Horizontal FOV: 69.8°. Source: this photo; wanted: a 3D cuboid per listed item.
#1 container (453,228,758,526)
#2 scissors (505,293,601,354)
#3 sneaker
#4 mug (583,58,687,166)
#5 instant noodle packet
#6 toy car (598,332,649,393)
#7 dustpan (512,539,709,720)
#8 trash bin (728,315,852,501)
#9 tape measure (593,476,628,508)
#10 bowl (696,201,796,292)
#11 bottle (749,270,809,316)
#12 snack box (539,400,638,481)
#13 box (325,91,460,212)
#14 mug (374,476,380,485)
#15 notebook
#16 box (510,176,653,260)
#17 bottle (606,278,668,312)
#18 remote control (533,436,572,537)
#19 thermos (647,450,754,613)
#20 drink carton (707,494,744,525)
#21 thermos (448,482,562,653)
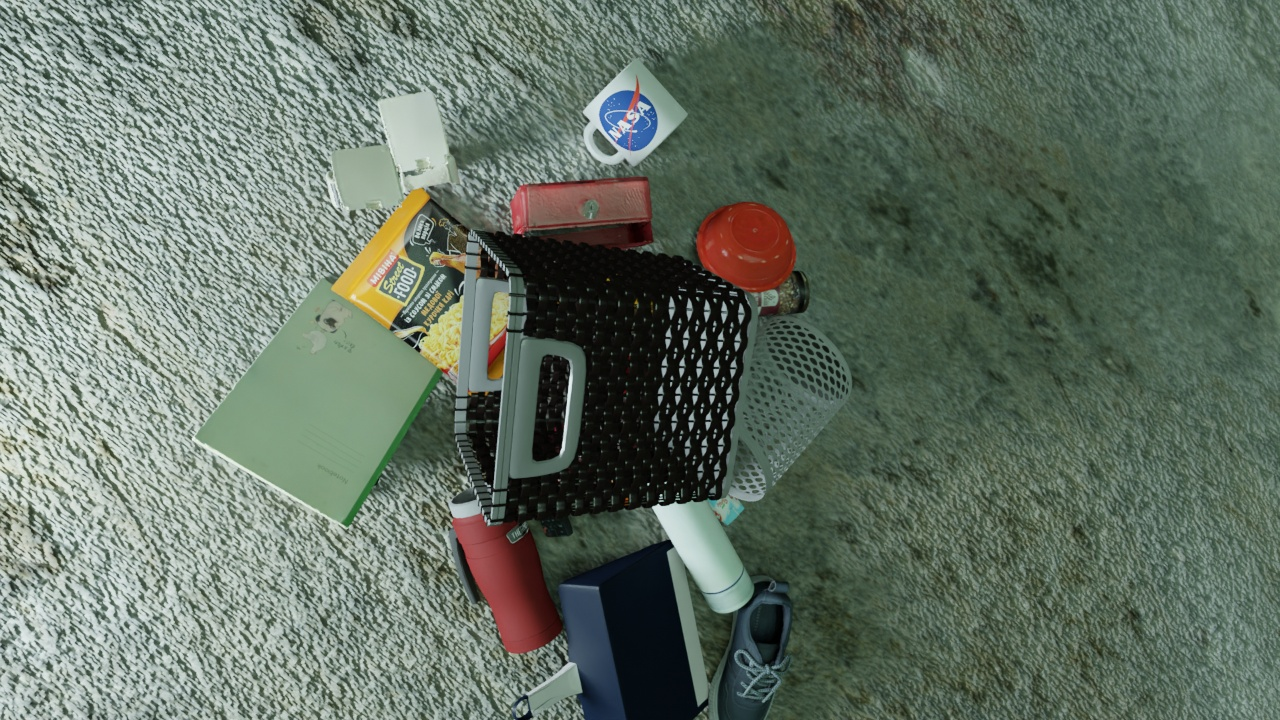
[{"bbox_3d":[-0.048,0.010,0.954,0.243,0.245,0.248,1,107,-20],"label":"container"},{"bbox_3d":[-0.081,-0.074,1.138,0.157,0.013,0.171,-45,111,-16],"label":"scissors"},{"bbox_3d":[0.152,0.396,1.197,0.089,0.087,0.235,9,91,-14],"label":"sneaker"},{"bbox_3d":[-0.017,-0.291,1.117,0.121,0.090,0.090,-38,103,28],"label":"mug"},{"bbox_3d":[-0.231,-0.079,1.106,0.221,0.032,0.159,39,82,-12],"label":"instant noodle packet"},{"bbox_3d":[-0.007,0.007,1.154,0.100,0.049,0.051,-35,100,-8],"label":"toy car"},{"bbox_3d":[-0.037,0.376,1.137,0.272,0.080,0.236,-19,100,-52],"label":"dustpan"},{"bbox_3d":[0.149,0.052,1.122,0.183,0.157,0.156,-41,102,-24],"label":"trash bin"},{"bbox_3d":[-0.027,0.153,1.163,0.058,0.038,0.058,39,74,23],"label":"tape measure"},{"bbox_3d":[0.138,-0.152,1.149,0.130,0.045,0.130,3,66,-8],"label":"bowl"},{"bbox_3d":[0.158,-0.085,1.180,0.105,0.056,0.056,-5,95,-12],"label":"bottle"},{"bbox_3d":[-0.057,0.099,1.138,0.121,0.072,0.072,-21,98,-11],"label":"snack box"},{"bbox_3d":[-0.273,-0.230,0.996,0.143,0.187,0.105,-16,112,-17],"label":"box"},{"bbox_3d":[-0.356,0.114,1.076,0.100,0.084,0.119,6,122,-8],"label":"mug"},{"bbox_3d":[-0.344,0.040,1.027,0.182,0.010,0.251,35,49,-13],"label":"notebook"},{"bbox_3d":[-0.072,-0.165,1.090,0.157,0.129,0.087,-10,92,-13],"label":"box"},{"bbox_3d":[0.012,-0.080,1.148,0.143,0.043,0.043,30,87,-22],"label":"bottle"},{"bbox_3d":[-0.124,0.149,1.145,0.022,0.047,0.150,-28,102,-46],"label":"remote control"},{"bbox_3d":[0.069,0.214,1.156,0.068,0.068,0.230,-31,110,-9],"label":"thermos"},{"bbox_3d":[0.081,0.157,1.186,0.038,0.044,0.129,-43,100,-7],"label":"drink carton"},{"bbox_3d":[-0.174,0.253,1.124,0.108,0.083,0.198,-15,101,22],"label":"thermos"}]
